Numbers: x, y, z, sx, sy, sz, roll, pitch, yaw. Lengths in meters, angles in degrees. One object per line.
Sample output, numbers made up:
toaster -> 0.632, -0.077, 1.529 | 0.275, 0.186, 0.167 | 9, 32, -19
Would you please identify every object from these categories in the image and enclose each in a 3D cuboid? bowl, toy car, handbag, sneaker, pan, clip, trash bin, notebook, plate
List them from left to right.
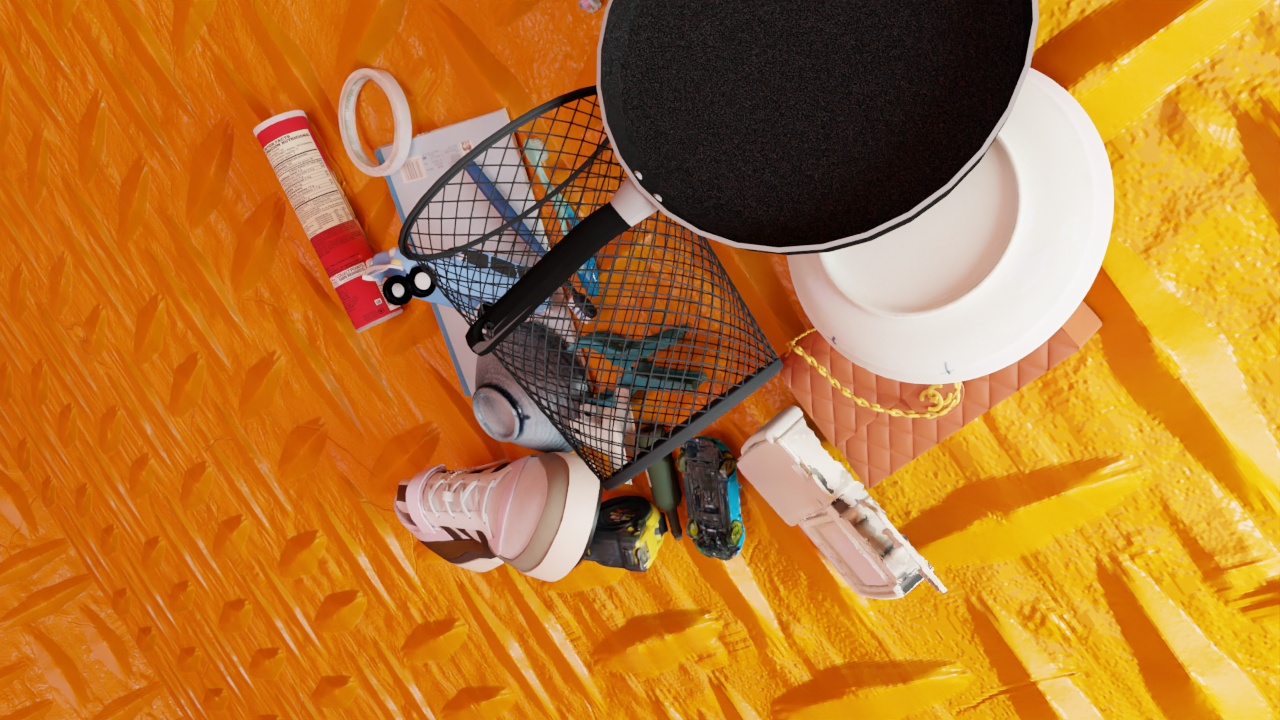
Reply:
toy car -> -0.143, -0.063, 0.735 | 0.056, 0.153, 0.054 | -8, 71, 52
sneaker -> -0.143, 0.128, 0.828 | 0.116, 0.111, 0.295 | 22, 161, -27
notebook -> -0.141, -0.082, 0.820 | 0.181, 0.009, 0.253 | -1, 113, 41
bowl -> -0.111, 0.036, 0.813 | 0.137, 0.057, 0.137 | 21, 127, 30
trash bin -> -0.024, -0.039, 0.615 | 0.210, 0.183, 0.185 | 54, 136, 3
clip -> -0.026, 0.052, 0.772 | 0.059, 0.052, 0.102 | 32, 147, 32
clip -> -0.001, 0.021, 0.747 | 0.130, 0.030, 0.120 | 12, 119, 34
pan -> 0.037, -0.122, 0.496 | 0.357, 0.034, 0.225 | -42, 71, 12
toy car -> 0.060, 0.108, 0.736 | 0.048, 0.032, 0.105 | 3, 109, 41
handbag -> 0.167, -0.007, 0.563 | 0.109, 0.060, 0.172 | 52, 136, 10
plate -> 0.153, -0.078, 0.498 | 0.183, 0.034, 0.182 | -2, 87, 38

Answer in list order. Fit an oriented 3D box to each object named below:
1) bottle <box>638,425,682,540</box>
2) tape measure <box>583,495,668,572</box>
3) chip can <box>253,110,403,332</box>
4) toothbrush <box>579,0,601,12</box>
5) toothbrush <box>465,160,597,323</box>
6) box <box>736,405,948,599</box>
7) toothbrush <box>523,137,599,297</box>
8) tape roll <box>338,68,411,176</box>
bottle -> 0.020, 0.105, 0.773 | 0.025, 0.025, 0.106 | 1, 113, 41
tape measure -> -0.014, 0.149, 0.794 | 0.072, 0.072, 0.042 | -3, 115, 30
chip can -> -0.305, -0.134, 0.902 | 0.052, 0.051, 0.215 | -17, 102, 45
toothbrush -> -0.061, -0.312, 0.618 | 0.022, 0.016, 0.155 | -148, 34, -77
toothbrush -> -0.091, -0.098, 0.749 | 0.167, 0.014, 0.014 | 51, 123, 7
box -> 0.129, 0.094, 0.596 | 0.143, 0.044, 0.184 | 49, 168, 9
toothbrush -> -0.060, -0.113, 0.730 | 0.022, 0.017, 0.135 | -10, 108, 43
tape roll -> -0.237, -0.212, 0.817 | 0.093, 0.013, 0.093 | 13, 111, 37
